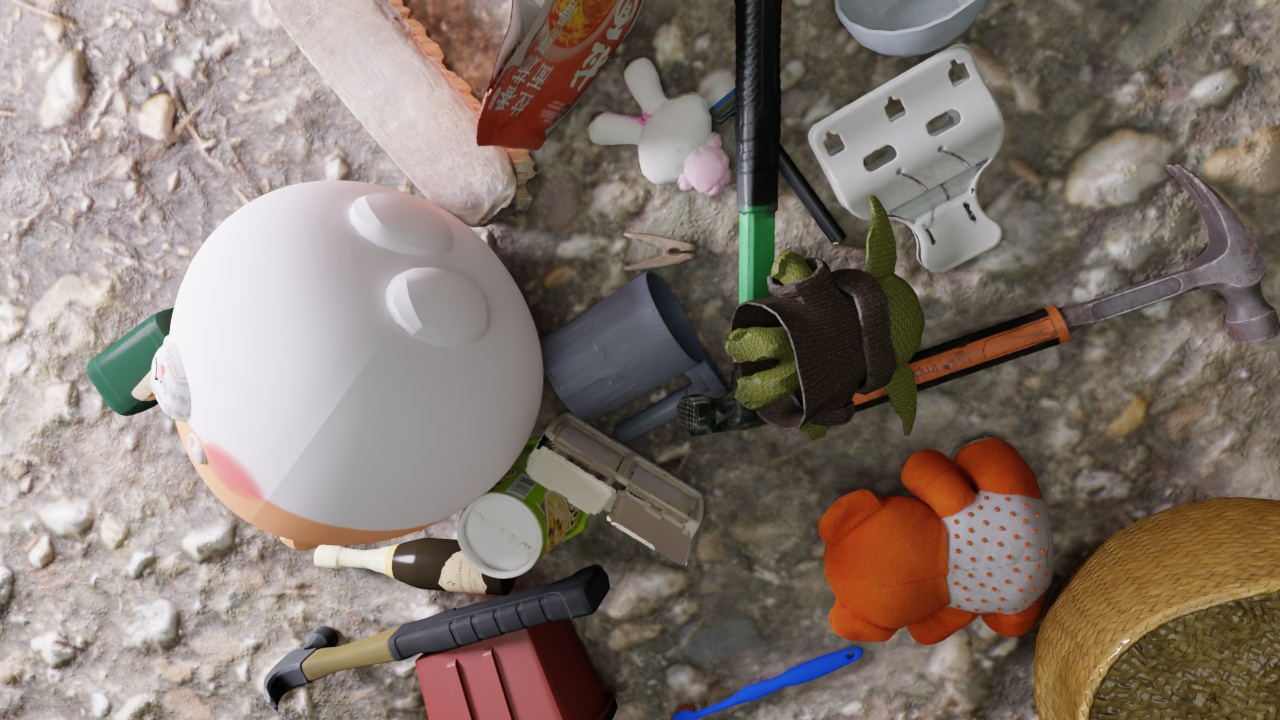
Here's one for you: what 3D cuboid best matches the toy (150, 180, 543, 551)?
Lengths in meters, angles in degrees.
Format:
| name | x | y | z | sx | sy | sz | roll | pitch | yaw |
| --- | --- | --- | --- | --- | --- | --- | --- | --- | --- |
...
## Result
| name | x | y | z | sx | sy | sz | roll | pitch | yaw |
| --- | --- | --- | --- | --- | --- | --- | --- | --- | --- |
| toy | -0.218 | 0.011 | 0.679 | 0.282 | 0.265 | 0.262 | -45 | 62 | 33 |

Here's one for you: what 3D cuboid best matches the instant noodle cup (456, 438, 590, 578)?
| name | x | y | z | sx | sy | sz | roll | pitch | yaw |
| --- | --- | --- | --- | --- | --- | --- | --- | --- | --- |
| instant noodle cup | -0.099 | 0.125 | 0.757 | 0.099 | 0.107 | 0.099 | 2 | 101 | 12 |

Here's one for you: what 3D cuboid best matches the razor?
| name | x | y | z | sx | sy | sz | roll | pitch | yaw |
| --- | --- | --- | --- | --- | --- | --- | --- | --- | --- |
| razor | 0.112 | -0.148 | 0.706 | 0.043 | 0.022 | 0.144 | -35 | 98 | 24 |

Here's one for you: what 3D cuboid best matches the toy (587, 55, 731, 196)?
| name | x | y | z | sx | sy | sz | roll | pitch | yaw |
| --- | --- | --- | --- | --- | --- | --- | --- | --- | --- |
| toy | 0.021 | -0.174 | 0.709 | 0.122 | 0.038 | 0.079 | 42 | 110 | 11 |

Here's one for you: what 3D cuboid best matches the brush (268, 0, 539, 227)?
| name | x | y | z | sx | sy | sz | roll | pitch | yaw |
| --- | --- | --- | --- | --- | --- | --- | --- | --- | --- |
| brush | -0.189 | -0.220 | 0.732 | 0.083 | 0.056 | 0.271 | -40 | 91 | 19 |

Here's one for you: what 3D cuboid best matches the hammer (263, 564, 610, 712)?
| name | x | y | z | sx | sy | sz | roll | pitch | yaw |
| --- | --- | --- | --- | --- | --- | --- | --- | --- | --- |
| hammer | -0.180 | 0.231 | 0.768 | 0.334 | 0.117 | 0.025 | -20 | 99 | 21 |

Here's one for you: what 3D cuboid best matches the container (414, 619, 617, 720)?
| name | x | y | z | sx | sy | sz | roll | pitch | yaw |
| --- | --- | --- | --- | --- | --- | --- | --- | --- | --- |
| container | -0.098 | 0.325 | 0.786 | 0.148 | 0.127 | 0.201 | -21 | 86 | 14 |

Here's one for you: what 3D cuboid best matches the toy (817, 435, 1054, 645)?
| name | x | y | z | sx | sy | sz | roll | pitch | yaw |
| --- | --- | --- | --- | --- | --- | --- | --- | --- | --- |
| toy | 0.225 | 0.149 | 0.713 | 0.172 | 0.092 | 0.164 | -9 | 102 | 0 |

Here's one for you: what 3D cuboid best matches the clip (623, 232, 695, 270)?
| name | x | y | z | sx | sy | sz | roll | pitch | yaw |
| --- | --- | --- | --- | --- | --- | --- | --- | --- | --- |
| clip | 0.013 | -0.081 | 0.737 | 0.061 | 0.024 | 0.041 | 13 | 103 | 5 |

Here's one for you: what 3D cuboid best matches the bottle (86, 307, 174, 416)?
| name | x | y | z | sx | sy | sz | roll | pitch | yaw |
| --- | --- | --- | --- | --- | --- | --- | --- | --- | --- |
| bottle | -0.418 | -0.009 | 0.816 | 0.131 | 0.061 | 0.061 | -31 | 96 | 15 |

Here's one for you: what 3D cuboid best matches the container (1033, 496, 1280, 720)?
| name | x | y | z | sx | sy | sz | roll | pitch | yaw |
| --- | --- | --- | --- | --- | --- | --- | --- | --- | --- |
| container | 0.441 | 0.248 | 0.630 | 0.307 | 0.196 | 0.307 | 3 | 101 | 12 |

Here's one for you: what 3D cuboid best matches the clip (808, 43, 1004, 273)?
| name | x | y | z | sx | sy | sz | roll | pitch | yaw |
| --- | --- | --- | --- | --- | --- | --- | --- | --- | --- |
| clip | 0.208 | -0.141 | 0.679 | 0.126 | 0.095 | 0.152 | -27 | 115 | 16 |

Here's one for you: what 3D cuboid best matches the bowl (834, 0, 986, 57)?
| name | x | y | z | sx | sy | sz | roll | pitch | yaw |
| --- | --- | --- | --- | --- | --- | --- | --- | --- | --- |
| bowl | 0.192 | -0.251 | 0.641 | 0.106 | 0.039 | 0.106 | -13 | 55 | 19 |

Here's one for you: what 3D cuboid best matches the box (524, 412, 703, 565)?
| name | x | y | z | sx | sy | sz | roll | pitch | yaw |
| --- | --- | --- | --- | --- | --- | --- | --- | --- | --- |
| box | -0.016 | 0.095 | 0.697 | 0.143 | 0.183 | 0.050 | 30 | 98 | 0 |

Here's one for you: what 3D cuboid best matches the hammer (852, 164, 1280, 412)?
| name | x | y | z | sx | sy | sz | roll | pitch | yaw |
| --- | --- | --- | --- | --- | --- | --- | --- | --- | --- |
| hammer | 0.288 | -0.032 | 0.687 | 0.315 | 0.035 | 0.138 | -20 | 97 | 15 |

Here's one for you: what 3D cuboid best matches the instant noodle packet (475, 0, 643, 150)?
| name | x | y | z | sx | sy | sz | roll | pitch | yaw |
| --- | --- | --- | --- | --- | --- | --- | --- | --- | --- |
| instant noodle packet | -0.054 | -0.253 | 0.643 | 0.084 | 0.164 | 0.221 | 27 | 104 | 3 |

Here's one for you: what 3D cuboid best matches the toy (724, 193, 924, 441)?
| name | x | y | z | sx | sy | sz | roll | pitch | yaw |
| --- | --- | --- | --- | --- | --- | --- | --- | --- | --- |
| toy | 0.132 | -0.014 | 0.651 | 0.152 | 0.078 | 0.179 | -21 | 107 | -25 |

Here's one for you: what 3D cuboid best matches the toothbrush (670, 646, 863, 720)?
| name | x | y | z | sx | sy | sz | roll | pitch | yaw |
| --- | --- | --- | --- | --- | --- | --- | --- | --- | --- |
| toothbrush | 0.107 | 0.283 | 0.797 | 0.183 | 0.018 | 0.016 | -26 | 95 | 12 |

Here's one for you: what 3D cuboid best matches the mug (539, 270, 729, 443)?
| name | x | y | z | sx | sy | sz | roll | pitch | yaw |
| --- | --- | --- | --- | --- | --- | --- | --- | --- | --- |
| mug | -0.004 | 0.004 | 0.736 | 0.104 | 0.083 | 0.124 | -30 | 121 | 16 |

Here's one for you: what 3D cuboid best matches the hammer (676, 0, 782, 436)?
| name | x | y | z | sx | sy | sz | roll | pitch | yaw |
| --- | --- | --- | --- | --- | --- | --- | --- | --- | --- |
| hammer | 0.086 | -0.107 | 0.672 | 0.130 | 0.032 | 0.319 | -8 | 104 | -27 |

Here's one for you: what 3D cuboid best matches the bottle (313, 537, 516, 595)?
| name | x | y | z | sx | sy | sz | roll | pitch | yaw |
| --- | --- | --- | --- | --- | --- | --- | --- | --- | --- |
| bottle | -0.204 | 0.180 | 0.820 | 0.185 | 0.045 | 0.045 | 1 | 101 | 11 |
